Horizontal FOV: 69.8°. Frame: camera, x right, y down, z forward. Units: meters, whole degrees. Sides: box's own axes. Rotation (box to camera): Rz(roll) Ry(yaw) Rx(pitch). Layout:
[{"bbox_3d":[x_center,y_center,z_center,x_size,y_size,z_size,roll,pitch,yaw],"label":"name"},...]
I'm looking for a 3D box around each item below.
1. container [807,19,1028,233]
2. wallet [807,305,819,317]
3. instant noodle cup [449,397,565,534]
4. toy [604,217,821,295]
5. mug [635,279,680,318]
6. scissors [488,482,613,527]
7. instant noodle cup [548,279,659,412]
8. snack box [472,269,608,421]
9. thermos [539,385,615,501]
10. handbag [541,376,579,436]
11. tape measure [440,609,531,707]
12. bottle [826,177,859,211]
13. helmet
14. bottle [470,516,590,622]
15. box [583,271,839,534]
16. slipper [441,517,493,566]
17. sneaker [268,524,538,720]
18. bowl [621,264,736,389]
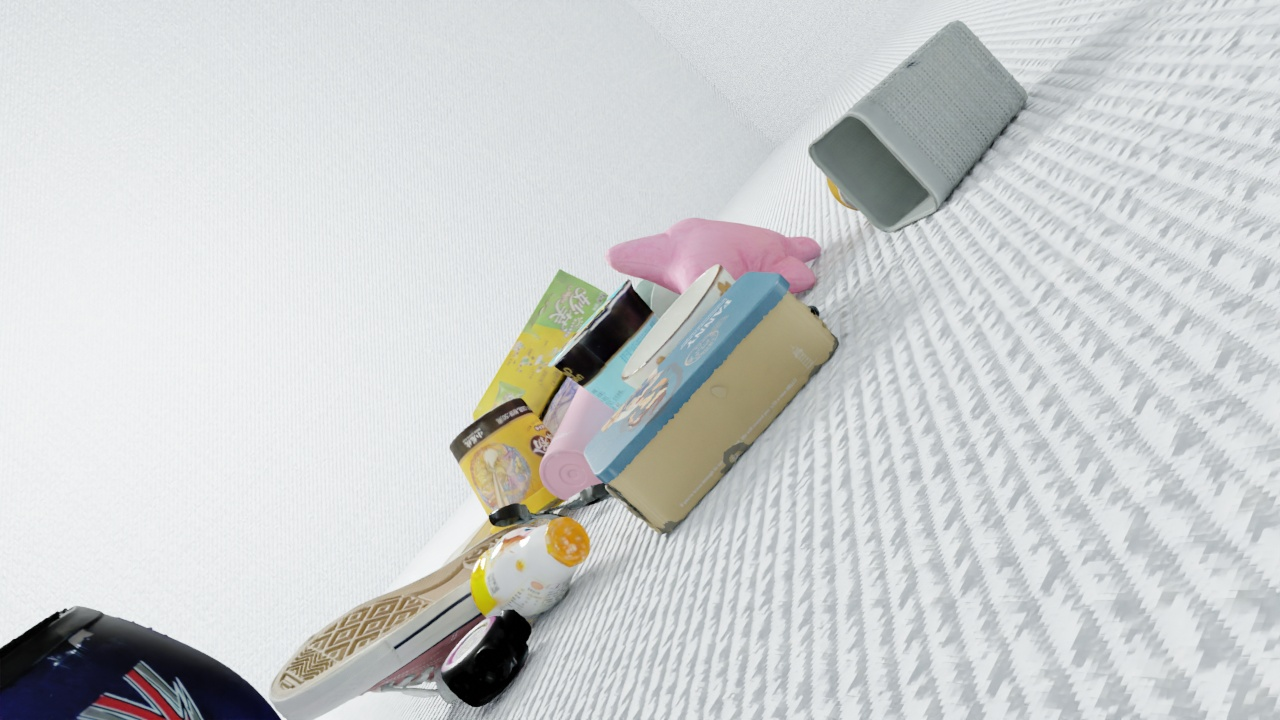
[{"bbox_3d":[0.200,-0.168,0.656,0.114,0.090,0.090,-45,5,-11],"label":"container"},{"bbox_3d":[0.078,0.011,0.694,0.120,0.019,0.097,-50,6,-13],"label":"wallet"},{"bbox_3d":[-0.131,0.111,0.963,0.118,0.114,0.118,-35,-9,-7],"label":"instant noodle cup"},{"bbox_3d":[0.062,-0.086,0.826,0.178,0.195,0.075,-53,-33,-62],"label":"toy"},{"bbox_3d":[0.057,-0.055,0.953,0.106,0.082,0.111,-27,55,19],"label":"mug"},{"bbox_3d":[-0.084,0.138,0.833,0.160,0.014,0.181,-20,-14,17],"label":"scissors"},{"bbox_3d":[-0.005,0.005,0.849,0.111,0.120,0.111,-46,6,6],"label":"instant noodle cup"},{"bbox_3d":[-0.124,0.010,1.123,0.209,0.070,0.158,-61,1,-16],"label":"snack box"},{"bbox_3d":[-0.035,0.055,0.937,0.087,0.067,0.198,-30,18,29],"label":"thermos"},{"bbox_3d":[-0.074,0.072,1.125,0.134,0.075,0.193,-63,0,15],"label":"handbag"},{"bbox_3d":[-0.101,0.201,0.611,0.058,0.039,0.057,-40,7,20],"label":"tape measure"},{"bbox_3d":[0.199,-0.174,0.805,0.068,0.068,0.189,-45,6,28],"label":"bottle"},{"bbox_3d":[-0.303,0.285,0.447,0.316,0.240,0.247,-36,7,13],"label":"helmet"},{"bbox_3d":[-0.078,0.150,0.665,0.109,0.063,0.063,-43,7,42],"label":"bottle"},{"bbox_3d":[0.047,0.019,0.589,0.184,0.064,0.090,-50,12,-3],"label":"box"},{"bbox_3d":[-0.177,0.223,1.000,0.114,0.054,0.273,-46,2,17],"label":"slipper"},{"bbox_3d":[-0.162,0.220,0.719,0.240,0.088,0.118,-27,16,-33],"label":"sneaker"},{"bbox_3d":[0.044,-0.010,0.691,0.113,0.062,0.113,-47,8,8],"label":"bowl"}]
